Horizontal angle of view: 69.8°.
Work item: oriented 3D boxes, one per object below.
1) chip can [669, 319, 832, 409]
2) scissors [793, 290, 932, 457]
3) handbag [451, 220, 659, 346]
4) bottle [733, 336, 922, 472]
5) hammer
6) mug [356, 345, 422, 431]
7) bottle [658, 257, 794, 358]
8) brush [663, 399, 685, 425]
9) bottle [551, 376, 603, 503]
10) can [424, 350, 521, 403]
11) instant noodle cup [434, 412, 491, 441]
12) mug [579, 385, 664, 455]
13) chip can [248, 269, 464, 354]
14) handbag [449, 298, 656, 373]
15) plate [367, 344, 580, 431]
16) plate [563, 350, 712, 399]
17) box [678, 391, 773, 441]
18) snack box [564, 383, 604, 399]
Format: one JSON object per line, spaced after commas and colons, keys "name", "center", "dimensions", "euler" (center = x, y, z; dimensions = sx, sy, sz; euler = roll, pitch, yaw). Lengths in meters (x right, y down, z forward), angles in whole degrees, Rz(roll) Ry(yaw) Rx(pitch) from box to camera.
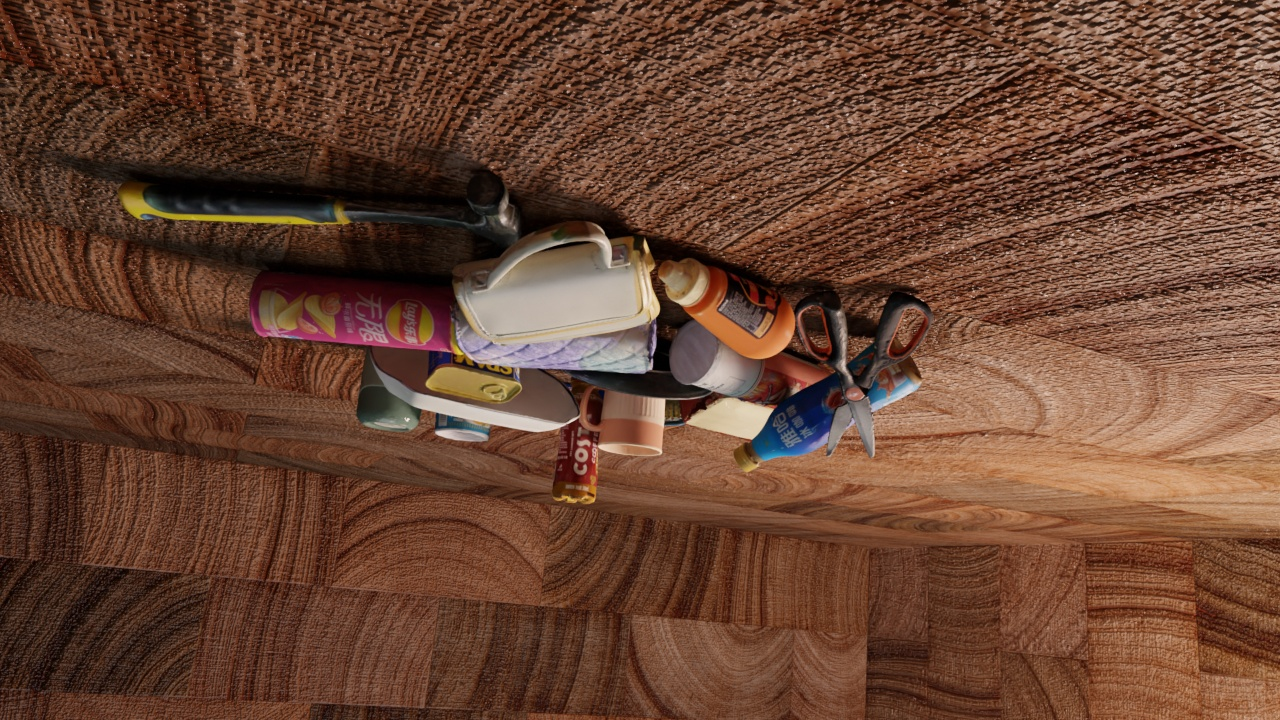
{"name": "chip can", "center": [0.132, 0.015, 1.029], "dimensions": [0.214, 0.071, 0.071], "euler": [18, 161, -40]}
{"name": "scissors", "center": [0.222, 0.017, 0.899], "dimensions": [0.198, 0.021, 0.227], "euler": [-24, 123, 30]}
{"name": "handbag", "center": [-0.071, -0.063, 0.757], "dimensions": [0.163, 0.063, 0.179], "euler": [-9, 166, 5]}
{"name": "bottle", "center": [0.195, 0.055, 0.995], "dimensions": [0.219, 0.065, 0.065], "euler": [-35, 147, 24]}
{"name": "hammer", "center": [-0.255, -0.119, 0.741], "dimensions": [0.323, 0.031, 0.126], "euler": [4, 164, 5]}
{"name": "mug", "center": [-0.324, 0.038, 1.210], "dimensions": [0.082, 0.106, 0.112], "euler": [5, 166, -4]}
{"name": "bottle", "center": [0.074, -0.053, 0.826], "dimensions": [0.149, 0.066, 0.067], "euler": [26, 156, -36]}
{"name": "brush", "center": [0.028, 0.067, 1.289], "dimensions": [0.144, 0.055, 0.073], "euler": [-5, 161, 35]}
{"name": "bottle", "center": [-0.080, 0.100, 1.220], "dimensions": [0.057, 0.174, 0.057], "euler": [5, 166, 1]}
{"name": "can", "center": [-0.183, -0.007, 1.011], "dimensions": [0.102, 0.083, 0.057], "euler": [15, 146, -32]}
{"name": "instant noodle cup", "center": [-0.227, 0.047, 1.201], "dimensions": [0.099, 0.109, 0.099], "euler": [6, 165, 1]}
{"name": "mug", "center": [-0.023, 0.063, 1.195], "dimensions": [0.114, 0.105, 0.082], "euler": [12, 164, -22]}
{"name": "chip can", "center": [-0.281, -0.050, 0.932], "dimensions": [0.210, 0.071, 0.071], "euler": [5, 165, 3]}
{"name": "handbag", "center": [-0.081, -0.033, 0.915], "dimensions": [0.194, 0.075, 0.134], "euler": [3, 170, 2]}
{"name": "plate", "center": [-0.199, 0.031, 1.095], "dimensions": [0.265, 0.034, 0.162], "euler": [14, -158, -33]}
{"name": "plate", "center": [-0.004, 0.006, 1.036], "dimensions": [0.179, 0.024, 0.179], "euler": [9, -166, -2]}
{"name": "box", "center": [0.133, 0.057, 1.135], "dimensions": [0.168, 0.076, 0.092], "euler": [16, 143, -37]}
{"name": "snack box", "center": [-0.068, 0.073, 1.349], "dimensions": [0.207, 0.057, 0.058], "euler": [11, 167, -21]}
